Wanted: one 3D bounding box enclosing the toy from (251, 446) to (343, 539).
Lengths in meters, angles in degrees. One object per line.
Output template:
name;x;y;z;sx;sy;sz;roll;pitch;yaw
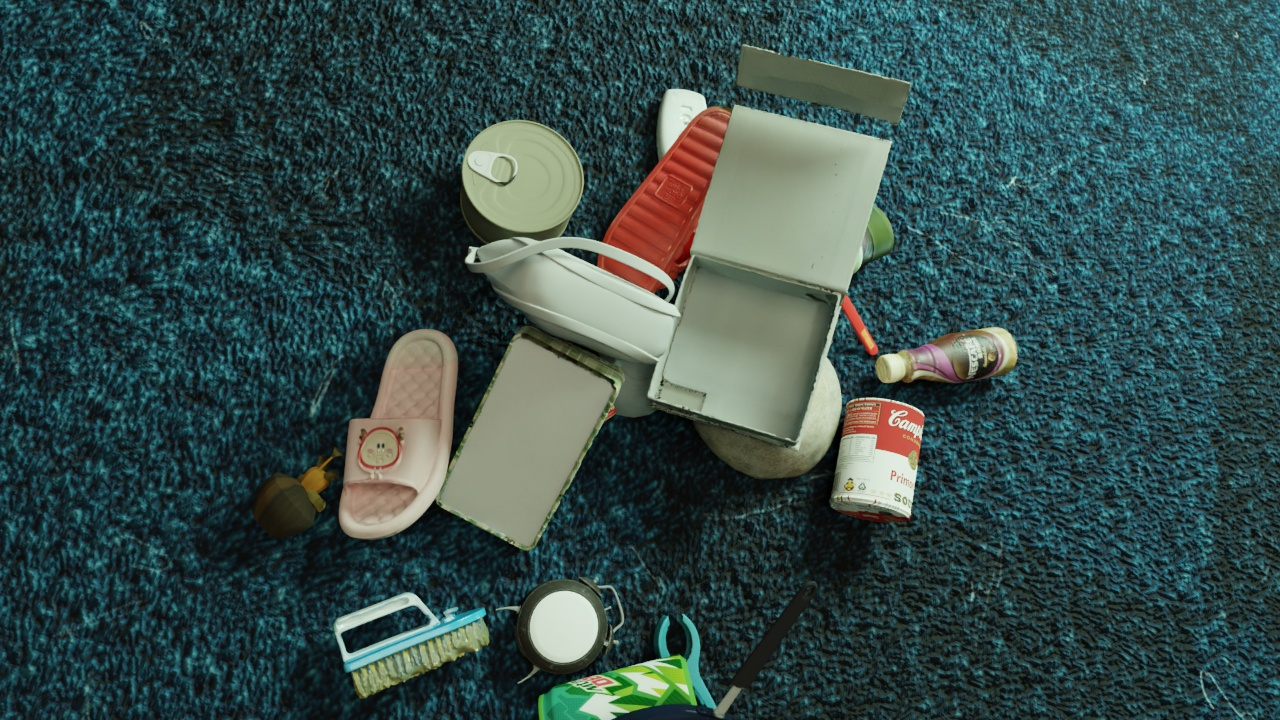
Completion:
toy;-0.322;0.123;0.875;0.100;0.062;0.076;-43;53;-6

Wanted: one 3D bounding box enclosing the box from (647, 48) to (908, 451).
box;0.135;-0.105;0.928;0.166;0.098;0.368;16;90;9

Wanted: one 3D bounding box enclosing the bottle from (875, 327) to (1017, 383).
bottle;0.355;-0.001;1.074;0.166;0.060;0.059;-8;78;-16

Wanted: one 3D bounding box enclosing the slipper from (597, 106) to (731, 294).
slipper;0.040;-0.161;1.014;0.103;0.059;0.249;33;92;35

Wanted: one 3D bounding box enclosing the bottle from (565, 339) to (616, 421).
bottle;-0.080;0.021;0.939;0.098;0.099;0.111;-27;92;-19

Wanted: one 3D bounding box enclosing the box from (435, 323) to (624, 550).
box;-0.108;0.074;0.888;0.117;0.050;0.206;27;107;0

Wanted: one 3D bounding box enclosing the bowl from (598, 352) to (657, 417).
bowl;-0.006;0.006;0.993;0.106;0.039;0.106;3;75;-13

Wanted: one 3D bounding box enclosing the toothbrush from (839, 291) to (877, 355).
toothbrush;0.223;-0.079;1.026;0.012;0.018;0.212;-42;121;-7

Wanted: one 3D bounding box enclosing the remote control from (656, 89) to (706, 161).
remote control;0.050;-0.265;1.083;0.060;0.028;0.114;4;75;-13

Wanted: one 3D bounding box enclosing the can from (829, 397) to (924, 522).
can;0.260;0.111;1.008;0.086;0.087;0.116;17;72;-9

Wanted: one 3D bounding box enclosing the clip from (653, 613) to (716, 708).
clip;0.050;0.318;0.935;0.102;0.027;0.119;-6;78;-18

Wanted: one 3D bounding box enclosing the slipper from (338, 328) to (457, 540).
slipper;-0.233;0.067;0.895;0.107;0.056;0.221;0;64;21

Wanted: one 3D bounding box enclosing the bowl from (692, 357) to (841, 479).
bowl;0.149;0.037;1.004;0.178;0.081;0.178;4;73;-14

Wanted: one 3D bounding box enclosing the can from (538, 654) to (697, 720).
can;-0.018;0.336;0.868;0.144;0.083;0.083;-14;79;-1

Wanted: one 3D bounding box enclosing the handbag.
handbag;-0.078;-0.079;0.905;0.215;0.223;0.095;23;94;-27

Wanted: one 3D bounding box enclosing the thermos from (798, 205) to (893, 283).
thermos;0.182;-0.110;1.053;0.231;0.082;0.082;-24;82;-18

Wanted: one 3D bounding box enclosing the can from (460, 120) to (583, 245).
can;-0.131;-0.185;0.994;0.127;0.073;0.127;3;75;-13

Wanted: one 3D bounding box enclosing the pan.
pan;0.058;0.331;0.818;0.198;0.021;0.357;24;110;-19

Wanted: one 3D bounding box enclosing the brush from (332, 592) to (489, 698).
brush;-0.213;0.257;0.868;0.135;0.055;0.075;-18;86;-18

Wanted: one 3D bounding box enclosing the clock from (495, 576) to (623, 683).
clock;-0.073;0.261;0.908;0.122;0.044;0.091;-16;80;-17
